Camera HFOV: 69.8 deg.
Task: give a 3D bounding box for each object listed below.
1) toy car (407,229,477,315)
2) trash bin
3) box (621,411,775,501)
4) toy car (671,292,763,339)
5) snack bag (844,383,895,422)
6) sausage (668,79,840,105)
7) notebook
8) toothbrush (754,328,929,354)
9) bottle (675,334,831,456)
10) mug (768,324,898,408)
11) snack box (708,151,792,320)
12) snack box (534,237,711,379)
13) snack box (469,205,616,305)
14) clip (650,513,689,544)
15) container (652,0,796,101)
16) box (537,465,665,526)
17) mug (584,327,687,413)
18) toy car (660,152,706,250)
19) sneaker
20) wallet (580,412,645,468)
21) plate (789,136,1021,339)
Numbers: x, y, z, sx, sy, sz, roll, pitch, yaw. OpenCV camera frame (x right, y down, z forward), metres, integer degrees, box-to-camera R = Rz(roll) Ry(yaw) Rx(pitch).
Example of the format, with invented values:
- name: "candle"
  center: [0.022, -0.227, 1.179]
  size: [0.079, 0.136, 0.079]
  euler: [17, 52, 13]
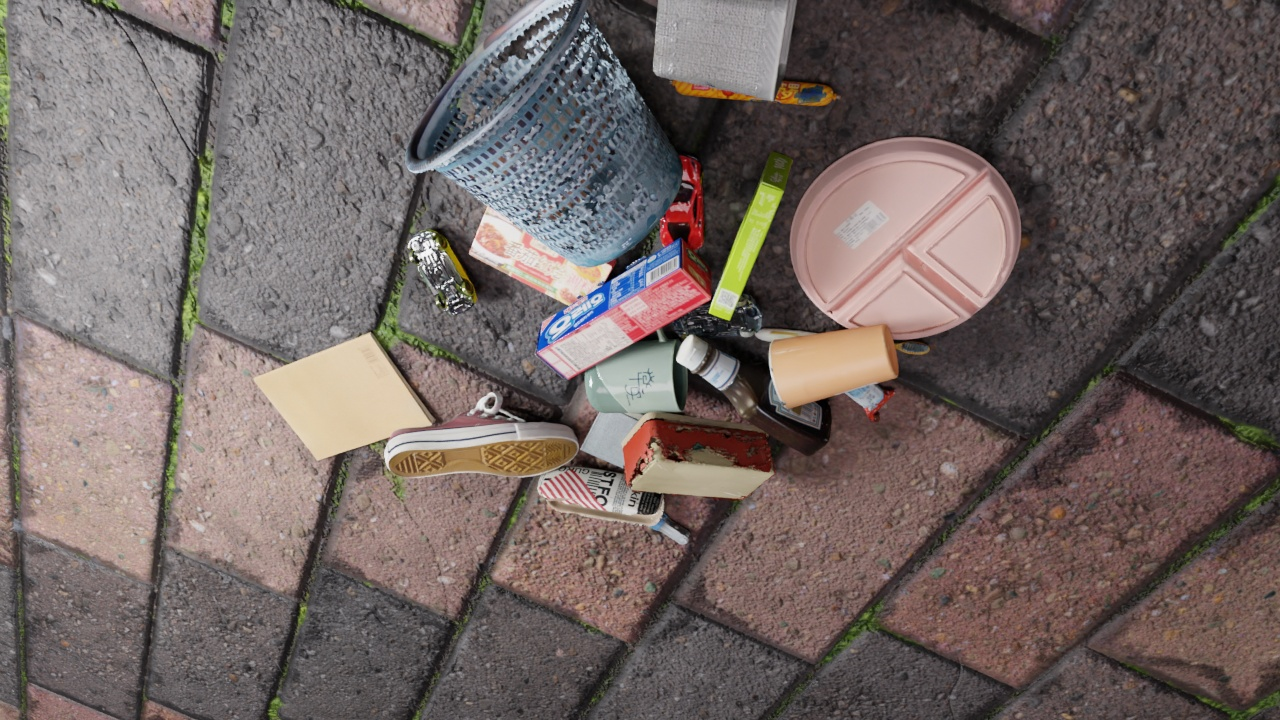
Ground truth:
- name: "toy car"
  center: [-0.228, -0.104, 1.066]
  size: [0.048, 0.032, 0.105]
  euler: [-23, 105, 26]
- name: "trash bin"
  center: [-0.074, -0.202, 0.866]
  size: [0.227, 0.226, 0.195]
  euler: [-29, 126, 29]
- name: "box"
  center: [0.070, 0.121, 1.075]
  size: [0.168, 0.078, 0.092]
  euler: [8, 143, -24]
- name: "toy car"
  center: [0.086, -0.050, 1.026]
  size: [0.106, 0.031, 0.049]
  euler: [-3, 127, 21]
- name: "snack bag"
  center: [0.242, 0.026, 1.042]
  size: [0.105, 0.026, 0.045]
  euler: [38, 100, -9]
- name: "sausage"
  center: [0.109, -0.260, 0.881]
  size: [0.165, 0.021, 0.021]
  euler: [7, 125, 9]
- name: "notebook"
  center: [-0.398, 0.053, 1.228]
  size: [0.212, 0.012, 0.149]
  euler: [-18, 117, 24]
- name: "toothbrush"
  center: [0.222, -0.021, 1.019]
  size: [0.191, 0.018, 0.016]
  euler: [6, 87, 11]
- name: "bottle"
  center: [0.129, 0.034, 1.039]
  size: [0.195, 0.079, 0.044]
  euler: [31, 132, -14]
- name: "mug"
  center: [0.209, 0.003, 0.985]
  size: [0.123, 0.078, 0.078]
  euler: [-13, 120, 25]
- name: "snack box"
  center: [0.112, -0.126, 0.935]
  size: [0.026, 0.085, 0.157]
  euler: [21, 126, 1]
- name: "snack box"
  center: [-0.022, -0.054, 1.005]
  size: [0.208, 0.057, 0.058]
  euler: [-29, 127, 27]
- name: "snack box"
  center: [-0.110, -0.118, 1.030]
  size: [0.153, 0.025, 0.075]
  euler: [27, 126, -6]
- name: "clip"
  center: [0.042, 0.227, 1.240]
  size: [0.058, 0.035, 0.025]
  euler: [34, 123, -5]
- name: "container"
  center: [0.076, -0.296, 0.825]
  size: [0.114, 0.090, 0.090]
  euler: [12, 125, 9]
- name: "box"
  center: [-0.050, 0.184, 1.198]
  size: [0.162, 0.075, 0.087]
  euler: [6, 131, 8]
- name: "mug"
  center: [-0.006, 0.006, 1.062]
  size: [0.106, 0.082, 0.112]
  euler: [-2, 103, 16]
- name: "toy car"
  center: [0.042, -0.164, 0.959]
  size: [0.049, 0.031, 0.106]
  euler: [2, 122, 11]
- name: "sneaker"
  center: [-0.201, 0.094, 1.165]
  size: [0.241, 0.087, 0.118]
  euler: [-2, 139, -11]
- name: "wallet"
  center: [0.001, 0.102, 1.149]
  size: [0.129, 0.036, 0.107]
  euler: [25, 127, -5]
- name: "plate"
  center: [0.268, -0.115, 0.940]
  size: [0.229, 0.028, 0.230]
  euler: [7, 126, 9]
